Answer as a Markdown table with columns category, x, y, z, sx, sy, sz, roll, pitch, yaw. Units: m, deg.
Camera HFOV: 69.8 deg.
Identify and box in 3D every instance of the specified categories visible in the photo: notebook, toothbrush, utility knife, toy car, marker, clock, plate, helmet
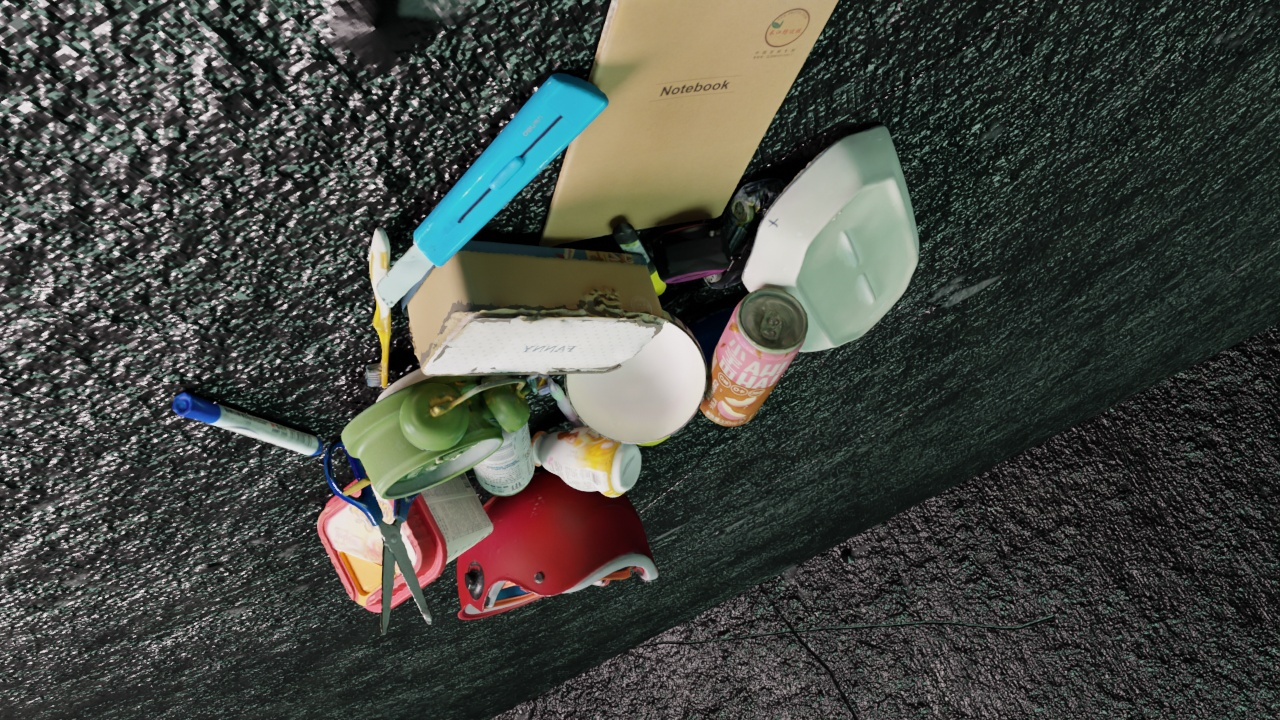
| category | x | y | z | sx | sy | sz | roll | pitch | yaw |
| --- | --- | --- | --- | --- | --- | --- | --- | --- | --- |
| notebook | 0.023 | -0.146 | 0.572 | 0.147 | 0.008 | 0.208 | -14 | 155 | -26 |
| toothbrush | -0.071 | 0.048 | 0.882 | 0.021 | 0.029 | 0.189 | -62 | 163 | -13 |
| utility knife | -0.094 | -0.093 | 0.528 | 0.188 | 0.018 | 0.034 | -41 | 129 | 23 |
| toy car | 0.079 | -0.098 | 0.705 | 0.048 | 0.031 | 0.106 | -13 | 147 | -31 |
| marker | -0.001 | -0.075 | 0.686 | 0.018 | 0.015 | 0.124 | -24 | 160 | 6 |
| marker | -0.279 | 0.049 | 0.666 | 0.017 | 0.017 | 0.146 | -29 | 157 | 7 |
| toothbrush | -0.176 | -0.029 | 0.611 | 0.018 | 0.016 | 0.192 | -8 | 153 | -19 |
| clock | -0.149 | 0.050 | 0.688 | 0.162 | 0.056 | 0.115 | -36 | 166 | 35 |
| plate | 0.172 | -0.083 | 0.759 | 0.162 | 0.034 | 0.265 | -45 | 151 | 2 |
| helmet | -0.107 | 0.198 | 1.018 | 0.241 | 0.143 | 0.206 | -25 | 162 | 36 |

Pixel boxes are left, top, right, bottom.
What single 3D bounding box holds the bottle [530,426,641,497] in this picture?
| category | x | y | z | sx | sy | sz | roll | pitch | yaw |
| --- | --- | --- | --- | --- | --- | --- | --- | --- | --- |
| bottle | -0.056 | 0.094 | 0.893 | 0.108 | 0.063 | 0.063 | 8 | 173 | 28 |

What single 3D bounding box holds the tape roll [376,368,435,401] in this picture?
| category | x | y | z | sx | sy | sz | roll | pitch | yaw |
| --- | --- | --- | --- | --- | --- | --- | --- | --- | --- |
| tape roll | -0.163 | 0.023 | 0.716 | 0.085 | 0.014 | 0.086 | -27 | 168 | -7 |

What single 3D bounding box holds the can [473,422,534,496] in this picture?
| category | x | y | z | sx | sy | sz | roll | pitch | yaw |
| --- | --- | --- | --- | --- | --- | --- | --- | --- | --- |
| can | -0.128 | 0.075 | 0.828 | 0.058 | 0.058 | 0.147 | -21 | 157 | -12 |

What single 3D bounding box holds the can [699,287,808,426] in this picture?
| category | x | y | z | sx | sy | sz | roll | pitch | yaw |
| --- | --- | --- | --- | --- | --- | --- | --- | --- | --- |
| can | 0.087 | 0.001 | 0.741 | 0.057 | 0.058 | 0.148 | -19 | 159 | -18 |

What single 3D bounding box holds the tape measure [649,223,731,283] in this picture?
| category | x | y | z | sx | sy | sz | roll | pitch | yaw |
| --- | --- | --- | --- | --- | --- | --- | --- | --- | --- |
| tape measure | 0.037 | -0.081 | 0.676 | 0.057 | 0.039 | 0.058 | -12 | 180 | -6 |

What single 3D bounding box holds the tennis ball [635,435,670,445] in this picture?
| category | x | y | z | sx | sy | sz | roll | pitch | yaw |
| --- | --- | --- | --- | --- | --- | --- | --- | --- | --- |
| tennis ball | 0.006 | 0.052 | 0.910 | 0.065 | 0.065 | 0.065 | -22 | 157 | -10 |

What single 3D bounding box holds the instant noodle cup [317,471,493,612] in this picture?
| category | x | y | z | sx | sy | sz | roll | pitch | yaw |
| --- | --- | --- | --- | --- | --- | --- | --- | --- | --- |
| instant noodle cup | -0.213 | 0.157 | 0.862 | 0.117 | 0.116 | 0.124 | -36 | 167 | 23 |

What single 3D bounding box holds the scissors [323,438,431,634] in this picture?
| category | x | y | z | sx | sy | sz | roll | pitch | yaw |
| --- | --- | --- | --- | --- | --- | --- | --- | --- | --- |
| scissors | -0.212 | 0.133 | 0.759 | 0.012 | 0.163 | 0.160 | -23 | 127 | 41 |

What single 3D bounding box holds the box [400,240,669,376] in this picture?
| category | x | y | z | sx | sy | sz | roll | pitch | yaw |
| --- | --- | --- | --- | --- | --- | --- | --- | --- | --- |
| box | -0.075 | -0.033 | 0.631 | 0.184 | 0.061 | 0.090 | 3 | 150 | -39 |

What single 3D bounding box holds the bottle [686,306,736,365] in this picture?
| category | x | y | z | sx | sy | sz | roll | pitch | yaw |
| --- | --- | --- | --- | --- | --- | --- | --- | --- | --- |
| bottle | 0.054 | -0.003 | 0.844 | 0.219 | 0.065 | 0.065 | -28 | 158 | 2 |

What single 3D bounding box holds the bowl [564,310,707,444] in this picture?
| category | x | y | z | sx | sy | sz | roll | pitch | yaw |
| --- | --- | --- | --- | --- | --- | --- | --- | --- | --- |
| bowl | -0.005 | 0.004 | 0.769 | 0.116 | 0.116 | 0.066 | -30 | -160 | 10 |
